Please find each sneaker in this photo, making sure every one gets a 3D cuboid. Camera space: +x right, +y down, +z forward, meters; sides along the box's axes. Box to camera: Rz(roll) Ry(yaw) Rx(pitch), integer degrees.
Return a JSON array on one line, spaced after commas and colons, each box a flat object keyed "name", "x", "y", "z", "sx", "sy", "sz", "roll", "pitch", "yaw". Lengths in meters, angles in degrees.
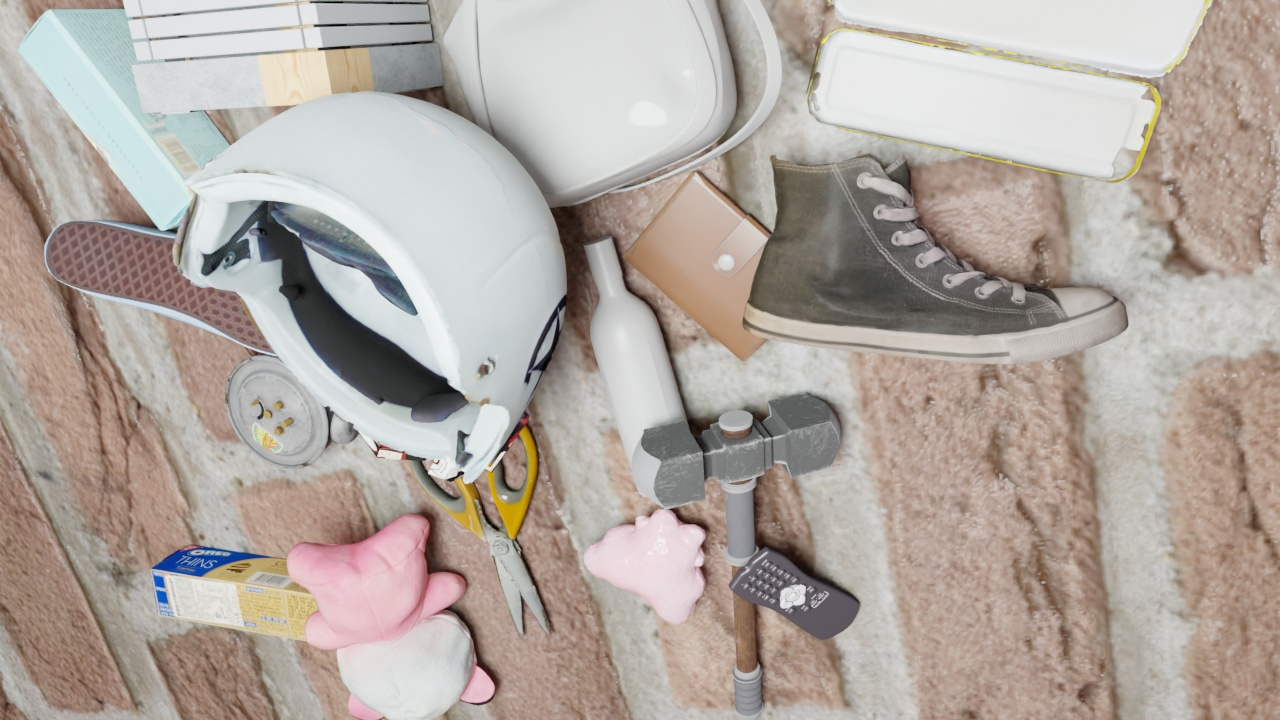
[{"name": "sneaker", "x": 0.188, "y": -0.067, "z": 0.582, "sx": 0.235, "sy": 0.095, "sz": 0.120, "roll": 8, "pitch": 106, "yaw": 16}, {"name": "sneaker", "x": -0.350, "y": -0.063, "z": 0.768, "sx": 0.241, "sy": 0.098, "sz": 0.083, "roll": 17, "pitch": 91, "yaw": -10}]

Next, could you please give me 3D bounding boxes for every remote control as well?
[{"name": "remote control", "x": 0.122, "y": 0.182, "z": 0.706, "sx": 0.124, "sy": 0.009, "sz": 0.046, "roll": 34, "pitch": 105, "yaw": -30}]

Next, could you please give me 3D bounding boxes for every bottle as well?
[{"name": "bottle", "x": -0.004, "y": 0.004, "z": 0.685, "sx": 0.052, "sy": 0.052, "sz": 0.195, "roll": -11, "pitch": 107, "yaw": 21}]

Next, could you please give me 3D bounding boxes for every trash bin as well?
[{"name": "trash bin", "x": -0.241, "y": -0.296, "z": 0.594, "sx": 0.143, "sy": 0.142, "sz": 0.247, "roll": 2, "pitch": 111, "yaw": 17}]

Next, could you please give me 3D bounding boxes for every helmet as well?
[{"name": "helmet", "x": -0.149, "y": -0.056, "z": 0.587, "sx": 0.236, "sy": 0.163, "sz": 0.265, "roll": 35, "pitch": 150, "yaw": 4}]

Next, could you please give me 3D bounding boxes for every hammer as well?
[{"name": "hammer", "x": 0.081, "y": 0.181, "z": 0.720, "sx": 0.156, "sy": 0.043, "sz": 0.323, "roll": -12, "pitch": 119, "yaw": -11}]

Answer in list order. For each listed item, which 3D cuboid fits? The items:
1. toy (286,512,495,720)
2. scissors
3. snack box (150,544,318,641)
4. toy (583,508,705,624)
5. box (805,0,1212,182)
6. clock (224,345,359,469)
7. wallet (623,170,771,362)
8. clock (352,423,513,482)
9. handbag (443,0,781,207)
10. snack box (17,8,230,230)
[{"name": "toy", "x": -0.219, "y": 0.240, "z": 0.810, "sx": 0.142, "sy": 0.084, "sz": 0.213, "roll": -15, "pitch": 119, "yaw": -9}, {"name": "scissors", "x": -0.136, "y": 0.146, "z": 0.801, "sx": 0.162, "sy": 0.016, "sz": 0.226, "roll": 3, "pitch": 111, "yaw": 17}, {"name": "snack box", "x": -0.366, "y": 0.224, "z": 0.883, "sx": 0.207, "sy": 0.057, "sz": 0.056, "roll": 4, "pitch": 108, "yaw": 16}, {"name": "toy", "x": 0.011, "y": 0.160, "z": 0.741, "sx": 0.102, "sy": 0.050, "sz": 0.093, "roll": 28, "pitch": 113, "yaw": 0}, {"name": "box", "x": 0.212, "y": -0.186, "z": 0.555, "sx": 0.210, "sy": 0.038, "sz": 0.130, "roll": 16, "pitch": 123, "yaw": 12}, {"name": "clock", "x": -0.291, "y": 0.043, "z": 0.789, "sx": 0.148, "sy": 0.056, "sz": 0.104, "roll": 15, "pitch": 114, "yaw": 14}, {"name": "wallet", "x": 0.057, "y": -0.066, "z": 0.660, "sx": 0.121, "sy": 0.013, "sz": 0.088, "roll": 41, "pitch": 116, "yaw": -3}, {"name": "clock", "x": -0.156, "y": 0.031, "z": 0.727, "sx": 0.155, "sy": 0.065, "sz": 0.115, "roll": 25, "pitch": 101, "yaw": 24}, {"name": "handbag", "x": -0.030, "y": -0.229, "z": 0.606, "sx": 0.216, "sy": 0.095, "sz": 0.222, "roll": -18, "pitch": 91, "yaw": 22}, {"name": "snack box", "x": -0.390, "y": -0.190, "z": 0.719, "sx": 0.053, "sy": 0.074, "sz": 0.174, "roll": -31, "pitch": 99, "yaw": 26}]
